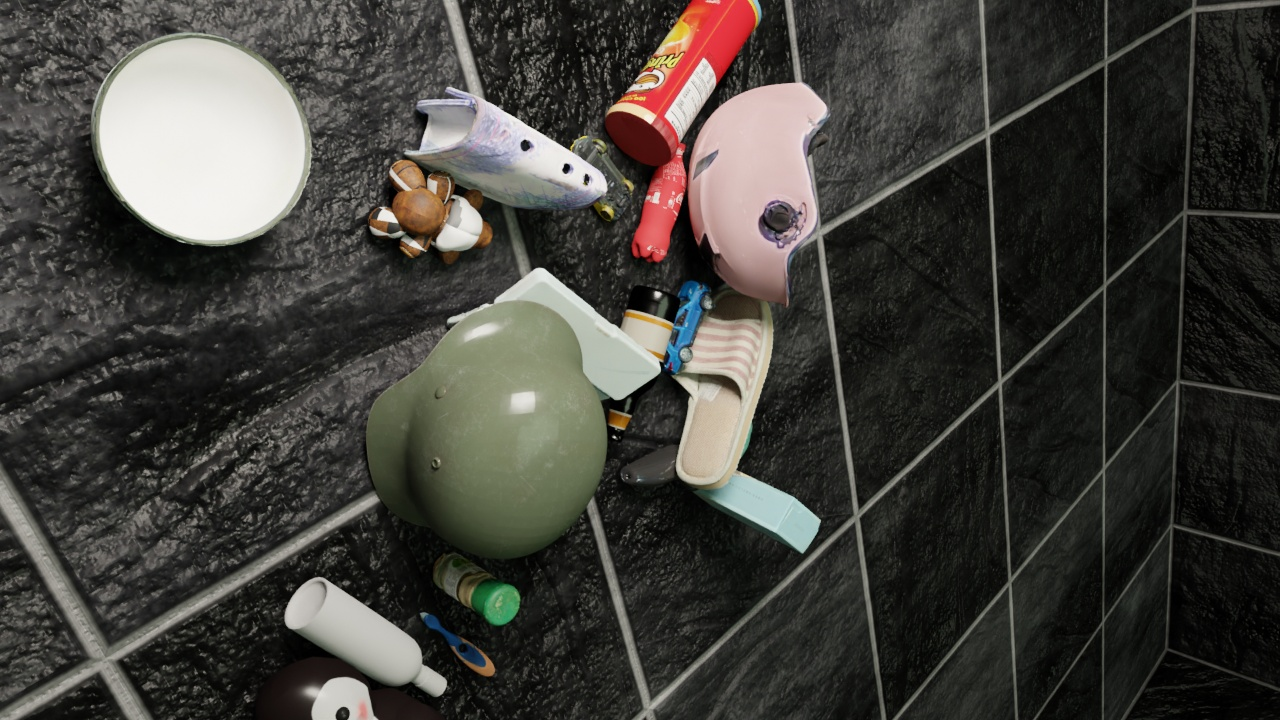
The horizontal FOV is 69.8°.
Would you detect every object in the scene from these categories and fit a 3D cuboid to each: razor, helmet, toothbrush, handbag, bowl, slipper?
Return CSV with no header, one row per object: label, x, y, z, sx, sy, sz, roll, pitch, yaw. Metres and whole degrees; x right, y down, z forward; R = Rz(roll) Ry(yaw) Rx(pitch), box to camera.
razor,0.034,0.141,1.151,0.140,0.053,0.064,-7,101,-41
helmet,-0.122,0.083,0.866,0.226,0.154,0.268,2,112,-35
toothbrush,-0.198,0.309,0.997,0.021,0.017,0.135,-49,132,-19
handbag,-0.124,-0.195,0.863,0.158,0.127,0.069,20,83,-43
helmet,0.130,-0.191,1.065,0.229,0.152,0.256,-82,175,-71
bowl,-0.339,-0.167,0.701,0.153,0.073,0.153,-12,107,-41
slipper,0.091,0.026,1.123,0.052,0.115,0.262,34,63,-48

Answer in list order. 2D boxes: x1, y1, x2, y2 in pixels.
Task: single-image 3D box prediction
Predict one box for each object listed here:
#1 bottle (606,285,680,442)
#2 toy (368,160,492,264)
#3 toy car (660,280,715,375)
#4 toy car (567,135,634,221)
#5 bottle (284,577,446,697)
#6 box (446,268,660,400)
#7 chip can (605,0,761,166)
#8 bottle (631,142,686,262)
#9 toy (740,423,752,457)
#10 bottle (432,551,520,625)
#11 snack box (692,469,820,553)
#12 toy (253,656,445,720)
bottle,-0.006,0.006,1.072,0.059,0.059,0.181,20,86,-45
toy,-0.190,-0.134,0.865,0.112,0.067,0.087,12,106,-60
toy car,0.048,-0.042,1.117,0.043,0.056,0.120,23,89,-22
toy car,-0.045,-0.199,1.005,0.049,0.030,0.107,-54,133,-19
bottle,-0.259,0.283,0.903,0.052,0.052,0.195,-55,131,-20
box,-0.085,-0.010,0.945,0.197,0.136,0.044,39,38,-41
chip can,0.050,-0.325,1.027,0.087,0.087,0.213,47,67,-40
bottle,0.026,-0.185,1.069,0.042,0.042,0.141,19,87,-45
toy,0.117,0.098,1.235,0.085,0.033,0.105,-53,132,-7
bottle,-0.169,0.231,0.935,0.043,0.111,0.043,-13,109,-41
snack box,0.140,0.181,1.176,0.075,0.175,0.053,41,77,-41
toy,-0.281,0.348,0.869,0.159,0.140,0.184,-34,118,5
